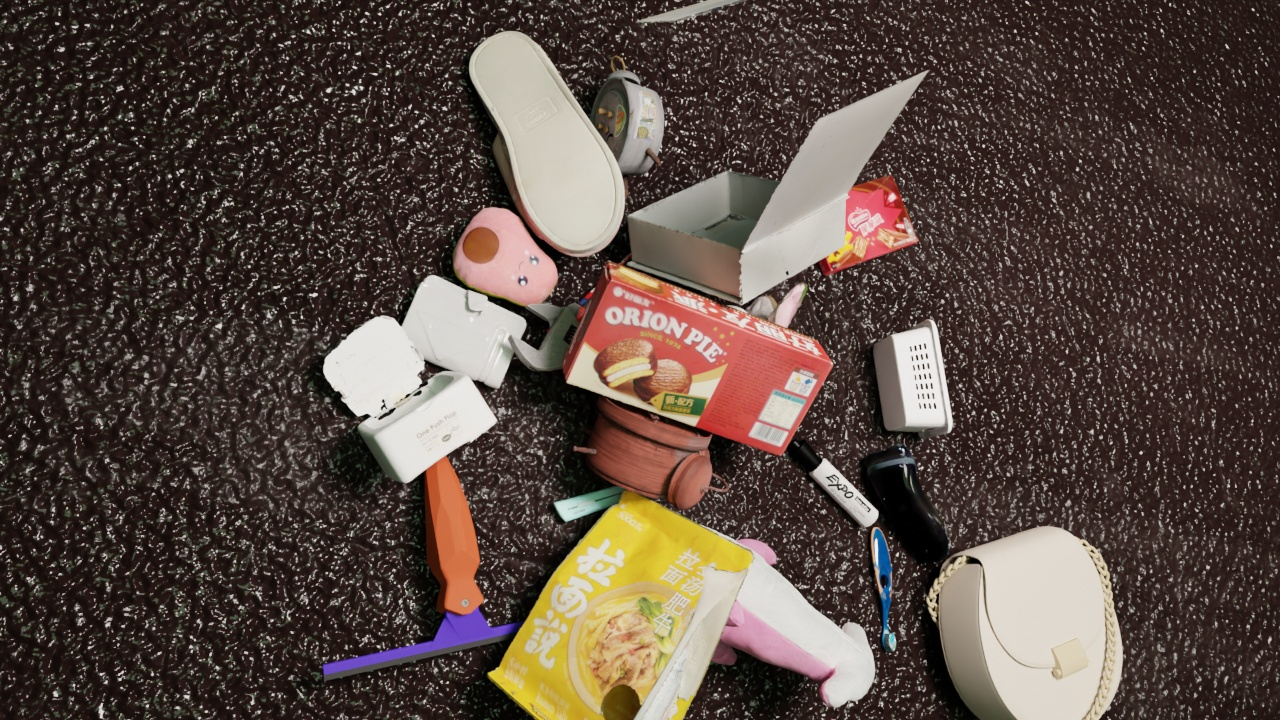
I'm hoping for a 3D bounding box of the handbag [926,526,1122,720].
[{"bbox_3d":[0.428,0.302,1.019,0.210,0.104,0.208,-9,80,-28],"label":"handbag"}]

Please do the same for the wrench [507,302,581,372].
[{"bbox_3d":[-0.006,0.006,0.956,0.273,0.018,0.083,21,66,-20],"label":"wrench"}]

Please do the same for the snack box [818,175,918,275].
[{"bbox_3d":[0.259,-0.162,1.093,0.132,0.021,0.089,-20,86,-21],"label":"snack box"}]

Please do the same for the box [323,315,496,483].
[{"bbox_3d":[-0.223,0.024,0.854,0.108,0.124,0.137,-33,107,-22],"label":"box"}]

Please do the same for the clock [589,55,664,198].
[{"bbox_3d":[-0.019,-0.260,0.983,0.056,0.104,0.147,3,72,-28],"label":"clock"}]

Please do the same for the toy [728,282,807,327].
[{"bbox_3d":[0.064,-0.030,0.948,0.205,0.131,0.105,1,83,-17],"label":"toy"}]

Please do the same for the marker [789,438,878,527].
[{"bbox_3d":[0.212,0.134,1.014,0.126,0.025,0.025,45,69,-5],"label":"marker"}]

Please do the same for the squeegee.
[{"bbox_3d":[-0.178,0.175,0.860,0.249,0.055,0.184,-4,71,-31],"label":"squeegee"}]

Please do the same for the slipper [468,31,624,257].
[{"bbox_3d":[-0.098,-0.226,0.961,0.114,0.054,0.274,-26,74,2],"label":"slipper"}]

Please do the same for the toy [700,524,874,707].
[{"bbox_3d":[0.099,0.256,0.906,0.265,0.186,0.128,31,109,13],"label":"toy"}]

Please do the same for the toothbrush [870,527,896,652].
[{"bbox_3d":[0.268,0.252,1.012,0.021,0.017,0.135,1,79,-20],"label":"toothbrush"}]

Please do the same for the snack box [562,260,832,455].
[{"bbox_3d":[0.054,0.000,0.891,0.236,0.060,0.113,19,113,-14],"label":"snack box"}]

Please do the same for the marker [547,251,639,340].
[{"bbox_3d":[-0.041,-0.072,0.977,0.023,0.021,0.144,34,67,23],"label":"marker"}]

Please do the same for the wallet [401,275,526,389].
[{"bbox_3d":[-0.177,-0.029,0.917,0.116,0.032,0.086,20,76,-13],"label":"wallet"}]

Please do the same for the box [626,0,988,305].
[{"bbox_3d":[0.144,-0.163,0.857,0.166,0.370,0.150,-31,89,-34],"label":"box"}]

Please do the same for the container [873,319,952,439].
[{"bbox_3d":[0.305,0.024,1.042,0.049,0.081,0.129,-5,80,-8],"label":"container"}]

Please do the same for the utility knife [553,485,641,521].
[{"bbox_3d":[-0.027,0.138,0.942,0.128,0.015,0.022,-14,81,-23],"label":"utility knife"}]

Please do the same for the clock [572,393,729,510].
[{"bbox_3d":[0.017,0.090,0.906,0.157,0.120,0.072,22,98,-2],"label":"clock"}]

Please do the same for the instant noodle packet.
[{"bbox_3d":[-0.013,0.237,0.829,0.221,0.163,0.084,-59,138,-12],"label":"instant noodle packet"}]

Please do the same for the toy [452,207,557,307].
[{"bbox_3d":[-0.134,-0.101,0.935,0.110,0.051,0.090,32,72,-11],"label":"toy"}]

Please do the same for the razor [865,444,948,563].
[{"bbox_3d":[0.303,0.159,1.030,0.063,0.053,0.140,-35,99,-54],"label":"razor"}]
